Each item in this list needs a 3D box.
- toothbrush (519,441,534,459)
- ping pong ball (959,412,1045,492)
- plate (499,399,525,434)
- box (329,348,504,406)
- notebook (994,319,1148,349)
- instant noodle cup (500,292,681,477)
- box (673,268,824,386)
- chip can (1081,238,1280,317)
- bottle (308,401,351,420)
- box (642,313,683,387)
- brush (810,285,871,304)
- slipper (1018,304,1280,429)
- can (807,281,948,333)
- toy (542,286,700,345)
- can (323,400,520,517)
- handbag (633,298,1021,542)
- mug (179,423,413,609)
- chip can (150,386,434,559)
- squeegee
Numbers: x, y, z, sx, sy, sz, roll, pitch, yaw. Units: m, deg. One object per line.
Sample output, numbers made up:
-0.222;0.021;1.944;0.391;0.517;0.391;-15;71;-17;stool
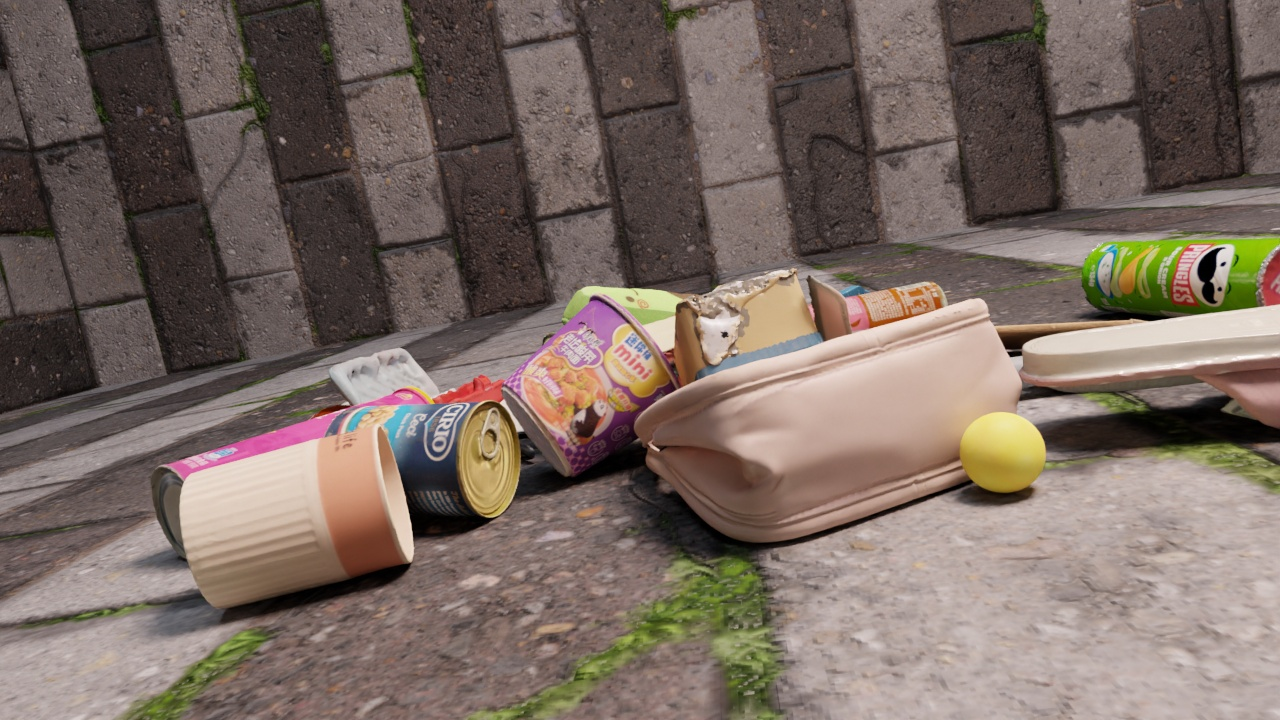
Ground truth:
-0.134;0.073;0.794;0.018;0.015;0.181;-23;12;-31;toothbrush
0.181;0.046;0.459;0.040;0.040;0.040;-11;8;1;ping pong ball
-0.073;0.037;0.895;0.164;0.034;0.164;-7;8;23;plate
-0.214;0.023;0.910;0.119;0.098;0.201;-21;3;5;box
0.302;-0.019;0.712;0.149;0.012;0.212;4;-3;-40;notebook
-0.038;0.023;0.658;0.099;0.111;0.112;-37;16;-17;instant noodle cup
0.070;-0.003;0.653;0.090;0.060;0.184;-17;-15;-1;box
0.467;-0.067;0.773;0.072;0.072;0.236;-11;7;-4;chip can
-0.286;0.069;0.873;0.059;0.060;0.206;-12;8;-10;bottle
-0.005;0.005;0.778;0.168;0.076;0.091;-18;20;-12;box
0.238;-0.053;1.036;0.074;0.055;0.143;-8;8;31;brush
0.352;0.002;0.493;0.275;0.054;0.114;-5;9;17;slipper
0.235;-0.040;0.938;0.147;0.058;0.058;-11;8;-4;can
0.026;-0.028;0.948;0.246;0.090;0.227;8;2;-33;toy
-0.146;0.066;0.608;0.111;0.075;0.075;-3;10;22;can
0.087;0.037;0.566;0.193;0.093;0.235;-14;0;-24;handbag
-0.191;0.093;0.532;0.106;0.081;0.115;-14;-18;-9;mug
-0.250;0.080;0.697;0.072;0.071;0.210;-4;10;39;chip can
0.246;0.002;0.639;0.250;0.040;0.247;2;-15;15;squeegee
